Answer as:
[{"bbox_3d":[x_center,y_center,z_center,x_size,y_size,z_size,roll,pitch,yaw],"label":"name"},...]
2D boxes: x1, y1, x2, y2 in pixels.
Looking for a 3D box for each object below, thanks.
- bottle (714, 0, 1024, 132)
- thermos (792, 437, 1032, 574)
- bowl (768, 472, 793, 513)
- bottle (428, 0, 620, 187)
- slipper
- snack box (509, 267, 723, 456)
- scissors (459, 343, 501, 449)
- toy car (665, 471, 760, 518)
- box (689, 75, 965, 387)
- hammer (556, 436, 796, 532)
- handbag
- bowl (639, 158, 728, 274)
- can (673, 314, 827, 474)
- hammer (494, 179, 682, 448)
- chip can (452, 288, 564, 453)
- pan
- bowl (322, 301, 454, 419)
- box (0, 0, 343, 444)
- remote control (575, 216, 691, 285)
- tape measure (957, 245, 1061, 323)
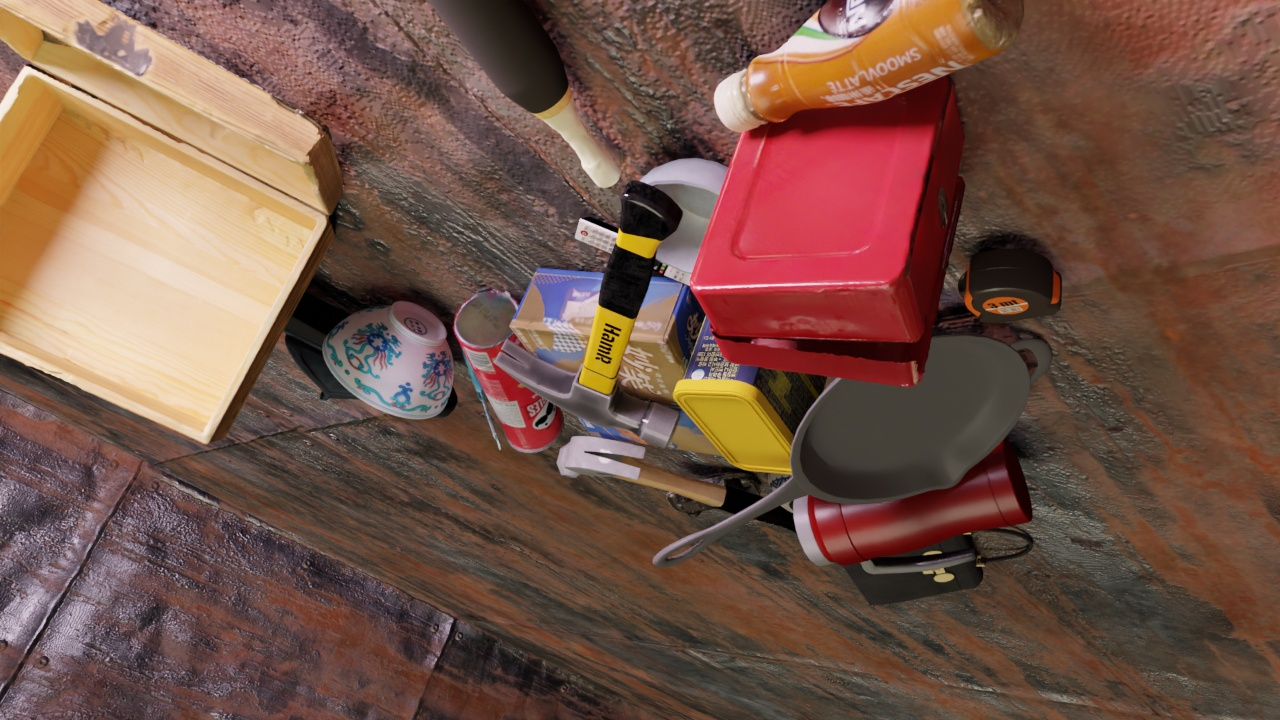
[{"bbox_3d":[0.108,-0.160,0.478,0.059,0.059,0.168,38,149,-30],"label":"bottle"},{"bbox_3d":[0.252,0.144,0.849,0.199,0.083,0.108,-20,101,29],"label":"thermos"},{"bbox_3d":[0.187,0.131,0.969,0.115,0.059,0.116,17,153,8],"label":"bowl"},{"bbox_3d":[-0.066,-0.178,0.585,0.045,0.045,0.184,0,147,36],"label":"bottle"},{"bbox_3d":[-0.336,0.005,1.036,0.265,0.083,0.108,30,-166,-9],"label":"slipper"},{"bbox_3d":[-0.005,0.005,0.859,0.155,0.069,0.203,6,150,25],"label":"snack box"},{"bbox_3d":[-0.176,0.032,1.010,0.142,0.015,0.095,-125,18,-45],"label":"scissors"},{"bbox_3d":[0.087,0.157,1.104,0.113,0.040,0.048,-13,136,17],"label":"toy car"},{"bbox_3d":[0.111,-0.078,0.525,0.130,0.157,0.098,4,152,28],"label":"box"},{"bbox_3d":[0.073,0.146,1.014,0.328,0.039,0.131,19,165,-18],"label":"hammer"},{"bbox_3d":[0.333,0.209,1.028,0.196,0.072,0.176,-7,143,26],"label":"handbag"},{"bbox_3d":[0.043,-0.105,0.649,0.106,0.039,0.106,17,153,8],"label":"bowl"},{"bbox_3d":[0.098,0.017,0.767,0.075,0.104,0.135,1,147,35],"label":"can"},{"bbox_3d":[-0.025,-0.030,0.705,0.170,0.034,0.325,22,151,1],"label":"hammer"},{"bbox_3d":[-0.136,0.017,0.976,0.073,0.073,0.233,14,152,14],"label":"chip can"},{"bbox_3d":[0.157,0.077,0.738,0.355,0.024,0.216,-32,134,15],"label":"pan"},{"bbox_3d":[-0.251,-0.014,0.971,0.144,0.143,0.074,30,112,-18],"label":"bowl"},{"bbox_3d":[-0.410,-0.119,0.714,0.279,0.285,0.337,27,170,-12],"label":"box"},{"bbox_3d":[0.008,-0.086,0.743,0.124,0.011,0.028,22,154,-2],"label":"remote control"},{"bbox_3d":[0.243,-0.053,0.611,0.058,0.038,0.058,24,158,-37],"label":"tape measure"}]
